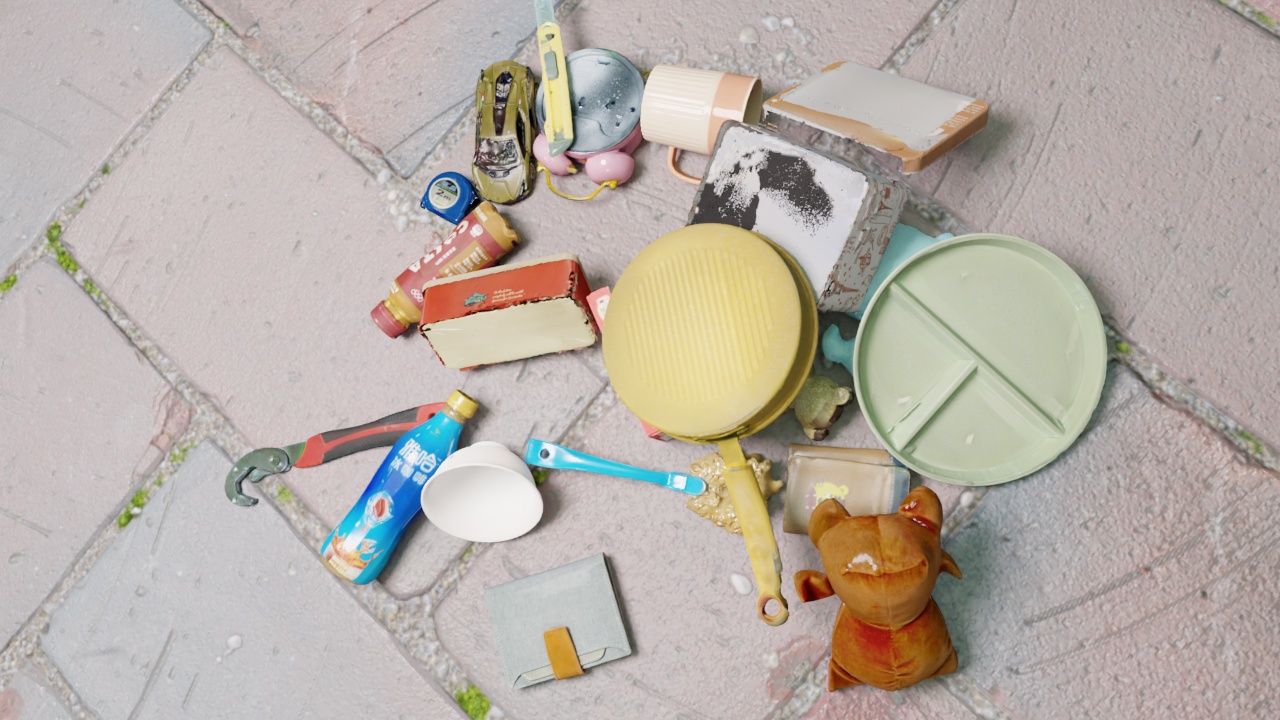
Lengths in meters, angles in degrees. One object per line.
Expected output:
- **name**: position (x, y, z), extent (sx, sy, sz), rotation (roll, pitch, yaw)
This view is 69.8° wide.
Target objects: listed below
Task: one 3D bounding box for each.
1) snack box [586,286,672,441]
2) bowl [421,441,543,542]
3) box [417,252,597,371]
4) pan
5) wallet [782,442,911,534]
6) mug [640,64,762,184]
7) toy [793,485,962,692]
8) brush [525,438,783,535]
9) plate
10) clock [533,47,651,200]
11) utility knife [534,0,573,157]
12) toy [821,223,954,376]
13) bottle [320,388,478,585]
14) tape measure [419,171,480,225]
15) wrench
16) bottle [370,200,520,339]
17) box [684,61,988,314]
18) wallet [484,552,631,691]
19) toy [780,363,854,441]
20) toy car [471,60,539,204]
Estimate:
- **snack box**: position (-0.005, 0.005, 0.907), extent (0.025, 0.075, 0.153), rotation (-26, 76, 7)
- **bowl**: position (-0.155, 0.120, 0.917), extent (0.118, 0.118, 0.064), rotation (-11, 41, 10)
- **box**: position (-0.131, -0.040, 0.926), extent (0.168, 0.091, 0.076), rotation (-10, 52, 10)
- **pan**: position (0.077, 0.053, 0.807), extent (0.198, 0.078, 0.357), rotation (-16, 74, 26)
- **wallet**: position (0.195, 0.125, 0.870), extent (0.115, 0.033, 0.090), rotation (4, 82, 16)
- **mug**: position (0.060, -0.239, 0.939), extent (0.106, 0.081, 0.115), rotation (15, 113, 15)
- **toy**: position (0.210, 0.207, 0.801), extent (0.140, 0.130, 0.200), rotation (-9, 113, 15)
- **brush**: position (0.010, 0.111, 0.897), extent (0.255, 0.046, 0.083), rotation (10, 86, 7)
- **plate**: position (0.305, 0.000, 0.834), extent (0.230, 0.027, 0.230), rotation (0, 97, -2)
- **clock**: position (-0.053, -0.244, 0.967), extent (0.117, 0.060, 0.158), rotation (15, 82, 13)
- **utility knife**: position (-0.092, -0.306, 0.951), extent (0.031, 0.021, 0.204), rotation (-9, 73, 4)
- **toy**: position (0.240, -0.060, 0.878), extent (0.161, 0.050, 0.156), rotation (-22, 83, -1)
- **bottle**: position (-0.240, 0.126, 0.941), extent (0.065, 0.065, 0.218), rotation (36, 90, 15)
- **tape measure**: position (-0.207, -0.178, 1.006), extent (0.058, 0.025, 0.054), rotation (29, 86, 11)
- **wrench**: position (-0.328, 0.095, 0.990), extent (0.274, 0.016, 0.056), rotation (-19, 81, 9)
- **bottle**: position (-0.209, -0.093, 0.975), extent (0.175, 0.057, 0.057), rotation (-40, 75, 3)
- **box**: position (0.175, -0.180, 0.857), extent (0.179, 0.134, 0.270), rotation (34, 84, 36)
- **wallet**: position (-0.082, 0.259, 0.902), extent (0.130, 0.037, 0.106), rotation (-19, 77, 8)
- **toy**: position (0.132, 0.008, 0.891), extent (0.157, 0.066, 0.105), rotation (42, 123, 19)
- **toy car**: position (-0.147, -0.248, 0.998), extent (0.070, 0.042, 0.158), rotation (-1, 83, 12)
